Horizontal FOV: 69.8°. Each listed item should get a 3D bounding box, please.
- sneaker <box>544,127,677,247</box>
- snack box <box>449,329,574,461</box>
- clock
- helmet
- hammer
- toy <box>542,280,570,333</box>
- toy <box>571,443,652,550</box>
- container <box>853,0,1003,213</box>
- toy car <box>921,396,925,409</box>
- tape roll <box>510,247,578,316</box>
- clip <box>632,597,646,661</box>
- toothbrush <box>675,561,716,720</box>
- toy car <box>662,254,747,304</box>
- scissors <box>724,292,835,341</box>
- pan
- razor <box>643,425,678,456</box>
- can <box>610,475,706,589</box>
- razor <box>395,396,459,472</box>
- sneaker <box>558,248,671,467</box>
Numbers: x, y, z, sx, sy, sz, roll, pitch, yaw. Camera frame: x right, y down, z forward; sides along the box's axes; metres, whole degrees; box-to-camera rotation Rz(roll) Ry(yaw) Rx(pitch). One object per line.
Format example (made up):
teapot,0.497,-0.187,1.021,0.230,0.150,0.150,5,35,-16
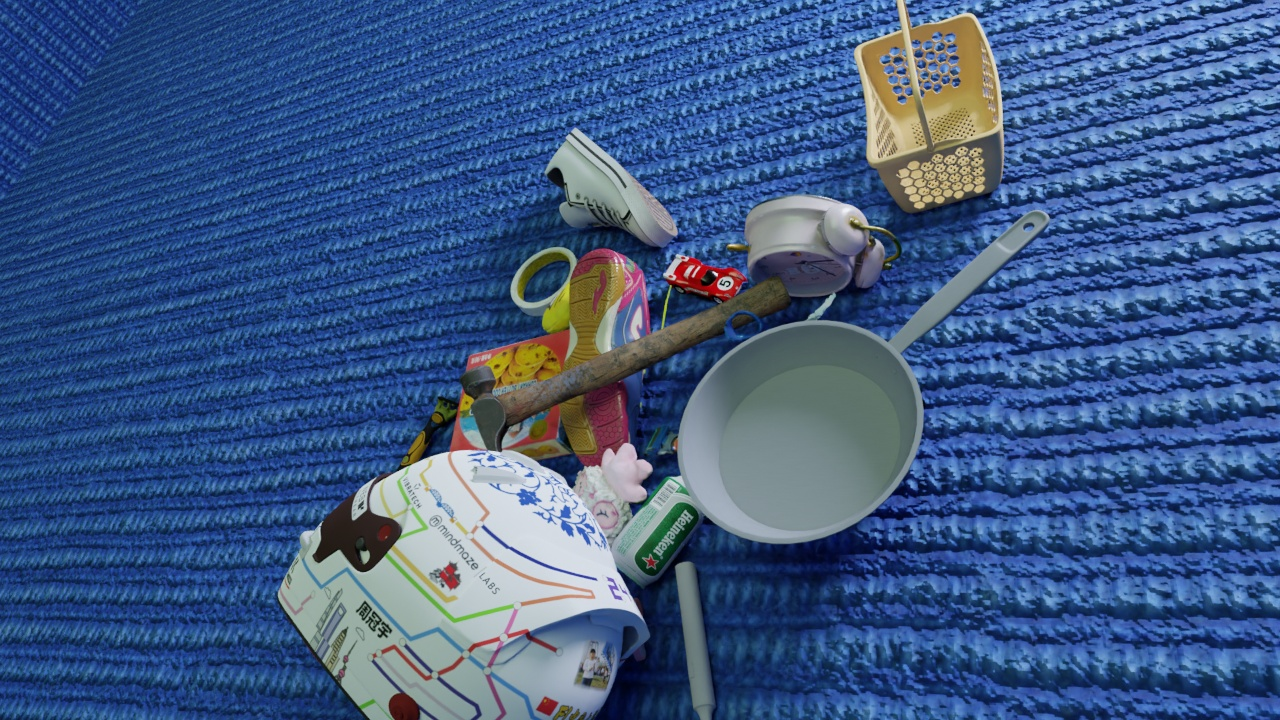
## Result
sneaker,-0.051,-0.196,1.123,0.097,0.091,0.245,-48,49,8
snack box,-0.135,0.047,1.020,0.143,0.040,0.144,-13,52,24
clock,0.176,-0.110,0.898,0.158,0.116,0.058,-2,67,30
helmet,-0.146,0.191,0.785,0.314,0.231,0.236,33,86,36
hammer,-0.005,0.005,0.895,0.330,0.033,0.120,-23,75,0
toy,-0.077,-0.068,1.054,0.095,0.041,0.094,-52,13,-24
toy,-0.032,0.128,0.879,0.109,0.041,0.095,-54,47,15
container,0.284,-0.264,0.907,0.129,0.167,0.183,-13,51,23
toy car,0.212,0.026,0.824,0.092,0.042,0.036,37,106,43
tape roll,-0.116,-0.097,1.131,0.094,0.019,0.093,-16,50,20
clip,-0.005,0.240,0.811,0.045,0.023,0.059,12,66,32
toothbrush,0.049,0.257,0.765,0.018,0.019,0.187,-23,48,18
toy car,0.071,-0.089,1.005,0.090,0.025,0.038,19,69,40
scissors,0.138,-0.024,0.878,0.129,0.119,0.014,-46,10,4
pan,0.187,0.008,0.738,0.356,0.051,0.200,-39,47,1
razor,0.073,0.080,0.883,0.141,0.018,0.043,-4,31,26
can,0.018,0.155,0.837,0.053,0.053,0.101,30,75,42
razor,-0.259,0.107,1.068,0.044,0.021,0.144,17,70,39
sneaker,-0.018,0.003,0.966,0.116,0.091,0.241,-9,72,32
